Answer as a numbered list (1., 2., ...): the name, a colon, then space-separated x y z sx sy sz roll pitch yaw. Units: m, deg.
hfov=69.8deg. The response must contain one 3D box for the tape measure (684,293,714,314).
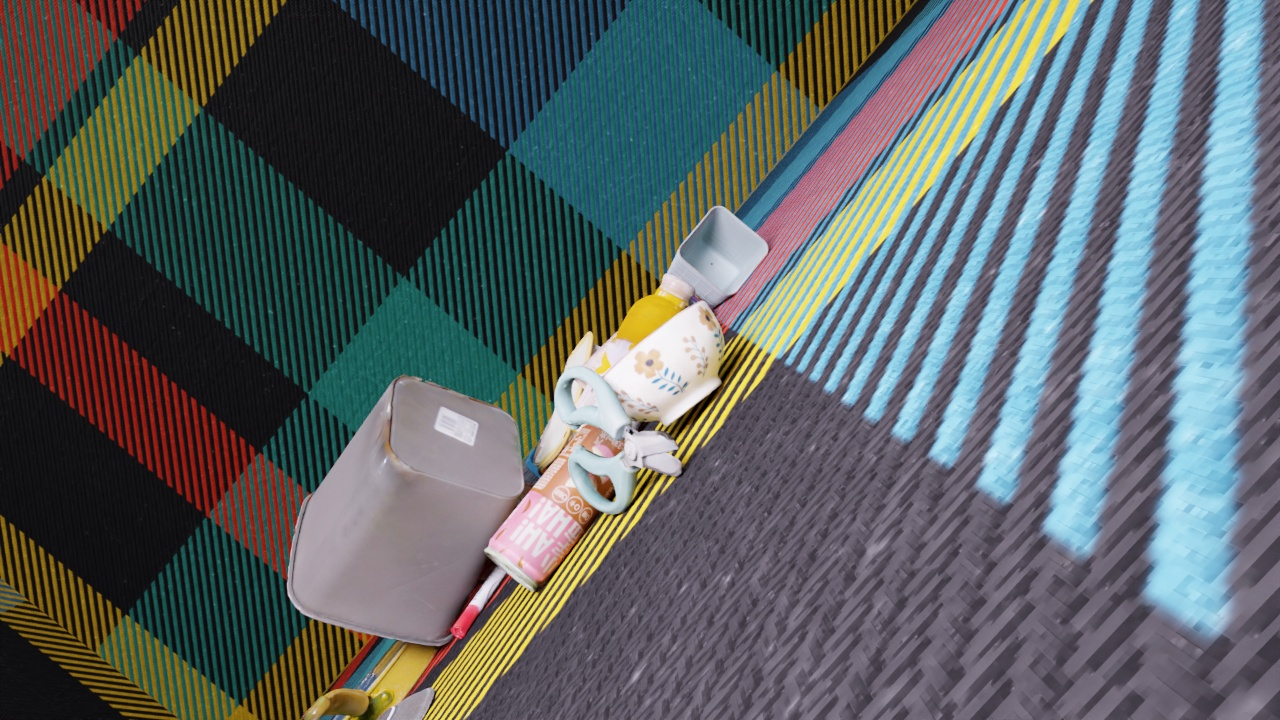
1. tape measure: 0.061 -0.061 1.135 0.039 0.057 0.057 -50 -20 11

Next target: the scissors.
1. scissors: -0.014 0.074 0.665 0.019 0.143 0.180 -15 18 -30

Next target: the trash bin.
1. trash bin: -0.247 0.156 1.006 0.220 0.199 0.198 -56 27 25

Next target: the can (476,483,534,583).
1. can: -0.168 0.211 1.123 0.133 0.053 0.053 -48 4 20

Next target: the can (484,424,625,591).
1. can: -0.064 0.119 0.773 0.147 0.058 0.058 -51 4 -19

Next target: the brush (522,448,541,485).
1. brush: -0.145 0.157 1.396 0.073 0.055 0.144 -50 3 2

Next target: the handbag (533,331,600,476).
1. handbag: -0.082 0.070 1.147 0.179 0.063 0.163 -43 29 55

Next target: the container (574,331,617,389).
1. container: -0.006 0.006 1.022 0.111 0.090 0.090 -48 3 -8

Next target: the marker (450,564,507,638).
1. marker: -0.165 0.248 1.009 0.017 0.017 0.144 -47 4 36

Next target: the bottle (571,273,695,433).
1. bottle: -0.003 0.001 0.940 0.189 0.068 0.068 -61 5 -4

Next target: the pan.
1. pan: -0.305 0.366 1.003 0.197 0.078 0.358 -51 4 -13

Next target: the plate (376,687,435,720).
1. plate: -0.249 0.360 0.811 0.179 0.024 0.179 -50 3 3

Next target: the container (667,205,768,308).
1. container: 0.093 -0.126 1.181 0.089 0.090 0.112 -50 1 -15

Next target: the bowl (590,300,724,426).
1. bowl: 0.023 0.011 0.714 0.113 0.062 0.113 -38 -6 -5
